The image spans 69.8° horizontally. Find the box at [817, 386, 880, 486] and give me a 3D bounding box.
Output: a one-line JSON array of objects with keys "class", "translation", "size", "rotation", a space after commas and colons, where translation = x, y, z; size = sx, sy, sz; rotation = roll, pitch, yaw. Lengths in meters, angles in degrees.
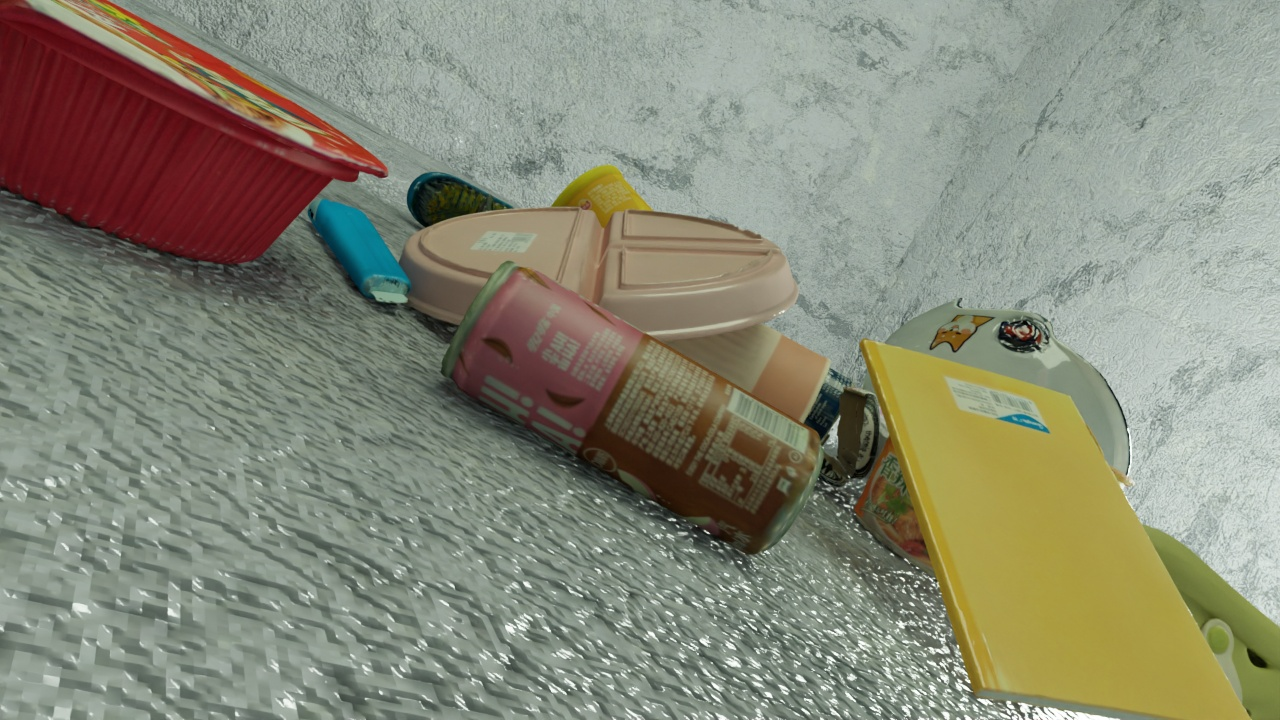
[{"class": "box", "translation": [0.134, 0.057, 0.700], "size": [0.087, 0.076, 0.163], "rotation": [2, 3, 5]}]

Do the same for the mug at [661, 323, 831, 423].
[{"class": "mug", "translation": [0.042, 0.018, 0.536], "size": [0.106, 0.082, 0.114], "rotation": [29, 36, 5]}]

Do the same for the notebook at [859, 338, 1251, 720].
[{"class": "notebook", "translation": [0.192, 0.075, 0.448], "size": [0.145, 0.010, 0.205], "rotation": [14, 41, -17]}]

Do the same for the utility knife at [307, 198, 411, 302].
[{"class": "utility knife", "translation": [-0.149, -0.058, 0.490], "size": [0.034, 0.018, 0.159], "rotation": [12, 17, -32]}]

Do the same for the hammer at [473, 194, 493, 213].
[{"class": "hammer", "translation": [-0.037, -0.074, 0.775], "size": [0.126, 0.032, 0.322], "rotation": [47, 18, 15]}]

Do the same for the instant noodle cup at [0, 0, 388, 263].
[{"class": "instant noodle cup", "translation": [-0.198, -0.095, 0.349], "size": [0.194, 0.066, 0.193], "rotation": [30, 6, -4]}]

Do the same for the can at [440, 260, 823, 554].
[{"class": "can", "translation": [-0.002, 0.019, 0.369], "size": [0.147, 0.058, 0.058], "rotation": [30, 7, -1]}]

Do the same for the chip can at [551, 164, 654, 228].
[{"class": "chip can", "translation": [0.024, -0.044, 0.659], "size": [0.213, 0.072, 0.072], "rotation": [48, 11, 14]}]

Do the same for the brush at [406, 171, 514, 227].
[{"class": "brush", "translation": [-0.163, -0.137, 0.865], "size": [0.073, 0.055, 0.143], "rotation": [36, 9, 37]}]

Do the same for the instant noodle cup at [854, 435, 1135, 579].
[{"class": "instant noodle cup", "translation": [0.220, 0.086, 0.601], "size": [0.151, 0.111, 0.151], "rotation": [30, 7, -4]}]

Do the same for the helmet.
[{"class": "helmet", "translation": [0.324, 0.066, 0.927], "size": [0.156, 0.230, 0.274], "rotation": [-19, 32, -19]}]

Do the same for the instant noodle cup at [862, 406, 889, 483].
[{"class": "instant noodle cup", "translation": [0.238, 0.091, 0.759], "size": [0.138, 0.060, 0.173], "rotation": [23, 7, -2]}]

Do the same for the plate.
[{"class": "plate", "translation": [-0.025, -0.058, 0.523], "size": [0.229, 0.028, 0.229], "rotation": [2, 20, -1]}]

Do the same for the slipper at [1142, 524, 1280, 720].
[{"class": "slipper", "translation": [0.305, 0.169, 0.519], "size": [0.190, 0.081, 0.092], "rotation": [43, -20, -10]}]

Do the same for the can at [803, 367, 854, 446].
[{"class": "can", "translation": [0.128, 0.023, 0.833], "size": [0.111, 0.075, 0.075], "rotation": [31, 7, 3]}]
